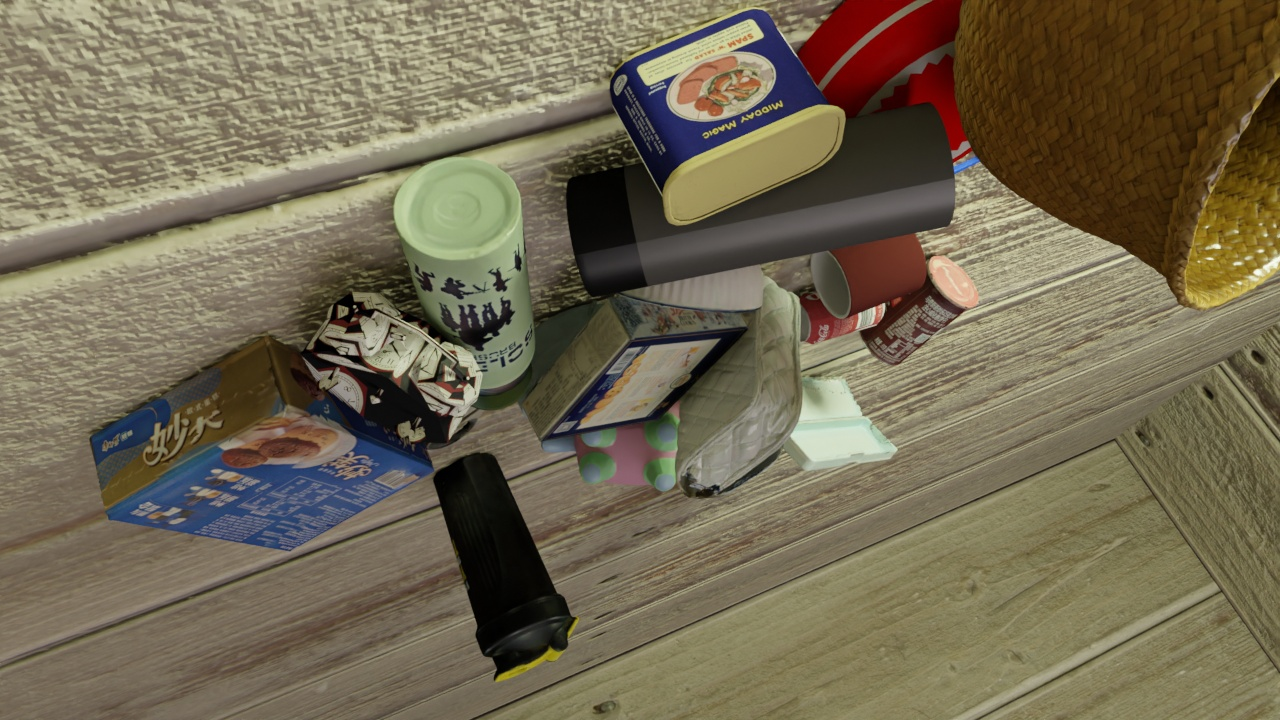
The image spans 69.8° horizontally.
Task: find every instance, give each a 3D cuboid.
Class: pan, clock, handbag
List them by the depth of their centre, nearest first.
[{"bbox_3d":[-0.167,0.010,0.615,0.064,0.114,0.155,-62,-167,-26],"label":"clock"},{"bbox_3d":[0.264,-0.216,0.684,0.355,0.067,0.209,-13,153,-19],"label":"pan"},{"bbox_3d":[-0.056,0.008,0.825,0.122,0.045,0.159,-28,158,-7],"label":"clock"},{"bbox_3d":[0.088,0.020,0.828,0.072,0.194,0.139,29,131,-18],"label":"handbag"}]

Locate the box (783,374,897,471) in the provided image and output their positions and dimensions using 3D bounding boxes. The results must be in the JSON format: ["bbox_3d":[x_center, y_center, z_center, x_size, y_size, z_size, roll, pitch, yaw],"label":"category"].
[{"bbox_3d":[0.231,0.077,1.156,0.196,0.134,0.041,0,135,-46],"label":"box"}]

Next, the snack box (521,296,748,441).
[{"bbox_3d":[-0.005,0.004,0.765,0.144,0.042,0.145,-7,149,-46],"label":"snack box"}]

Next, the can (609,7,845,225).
[{"bbox_3d":[0.049,-0.149,0.553,0.116,0.092,0.056,-24,157,-4],"label":"can"}]

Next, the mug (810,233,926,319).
[{"bbox_3d":[0.217,-0.079,0.891,0.082,0.073,0.106,-21,151,-12],"label":"mug"}]

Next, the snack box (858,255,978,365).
[{"bbox_3d":[0.316,-0.055,1.050,0.072,0.072,0.122,-6,150,-39],"label":"snack box"}]

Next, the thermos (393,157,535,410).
[{"bbox_3d":[-0.117,-0.039,0.642,0.082,0.082,0.232,-20,157,-13],"label":"thermos"}]

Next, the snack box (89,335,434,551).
[{"bbox_3d":[-0.281,0.075,0.715,0.155,0.069,0.202,-28,157,6],"label":"snack box"}]

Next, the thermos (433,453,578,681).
[{"bbox_3d":[-0.143,0.207,0.941,0.098,0.220,0.098,-21,155,-11],"label":"thermos"}]

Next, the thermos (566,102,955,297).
[{"bbox_3d":[0.076,-0.105,0.611,0.240,0.082,0.082,-11,157,5],"label":"thermos"}]

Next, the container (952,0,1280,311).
[{"bbox_3d":[0.331,-0.201,0.523,0.306,0.196,0.308,-25,137,-26],"label":"container"}]

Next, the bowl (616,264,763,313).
[{"bbox_3d":[0.039,-0.079,0.702,0.117,0.118,0.062,-5,108,-40],"label":"bowl"}]

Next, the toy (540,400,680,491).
[{"bbox_3d":[0.011,0.083,0.994,0.222,0.120,0.171,2,-171,4],"label":"toy"}]

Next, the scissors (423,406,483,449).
[{"bbox_3d":[-0.140,0.038,0.858,0.170,0.012,0.121,-22,156,-17],"label":"scissors"}]

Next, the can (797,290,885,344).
[{"bbox_3d":[0.204,-0.051,0.966,0.096,0.054,0.054,-16,155,-22],"label":"can"}]

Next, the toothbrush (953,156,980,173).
[{"bbox_3d":[0.252,-0.161,0.833,0.182,0.016,0.018,-25,151,-3],"label":"toothbrush"}]
